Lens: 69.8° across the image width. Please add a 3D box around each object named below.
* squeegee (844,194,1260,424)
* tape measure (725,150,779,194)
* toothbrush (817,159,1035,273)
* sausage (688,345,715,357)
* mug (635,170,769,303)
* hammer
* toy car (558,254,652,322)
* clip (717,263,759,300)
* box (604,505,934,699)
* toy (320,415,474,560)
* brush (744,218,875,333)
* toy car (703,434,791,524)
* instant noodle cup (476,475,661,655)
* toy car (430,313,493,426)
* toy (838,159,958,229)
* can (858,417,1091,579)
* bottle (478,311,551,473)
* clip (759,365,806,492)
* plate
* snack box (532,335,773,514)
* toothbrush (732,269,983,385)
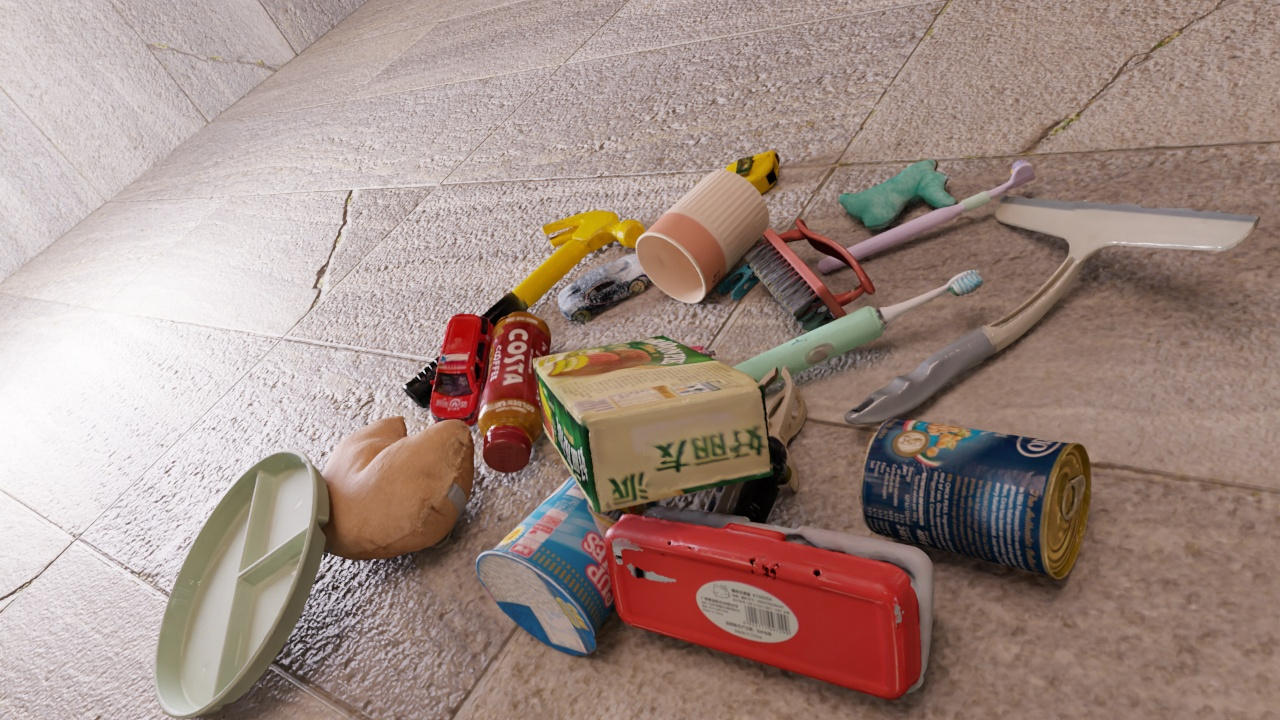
[{"bbox_3d":[0.249,-0.023,0.652,0.246,0.039,0.246,-39,19,-3],"label":"squeegee"},{"bbox_3d":[0.115,-0.197,0.969,0.060,0.029,0.057,-11,40,26],"label":"tape measure"},{"bbox_3d":[0.238,-0.119,0.780,0.189,0.029,0.021,-25,73,18],"label":"toothbrush"},{"bbox_3d":[-0.005,0.005,0.817,0.156,0.020,0.020,-9,40,27],"label":"sausage"},{"bbox_3d":[0.052,-0.118,0.879,0.105,0.081,0.115,-46,21,-23],"label":"mug"},{"bbox_3d":[-0.131,-0.062,0.977,0.300,0.033,0.129,-45,37,-21],"label":"hammer"},{"bbox_3d":[-0.036,-0.077,0.928,0.105,0.031,0.049,-27,37,3],"label":"toy car"},{"bbox_3d":[0.098,-0.077,0.848,0.056,0.014,0.041,-41,37,-12],"label":"clip"},{"bbox_3d":[0.074,0.139,0.550,0.202,0.090,0.067,3,19,38],"label":"box"},{"bbox_3d":[-0.240,0.111,0.811,0.226,0.082,0.143,-1,44,41],"label":"toy"},{"bbox_3d":[0.141,-0.074,0.771,0.069,0.063,0.145,-39,33,8],"label":"brush"},{"bbox_3d":[0.069,0.091,0.619,0.035,0.042,0.090,18,77,42],"label":"toy car"},{"bbox_3d":[-0.042,0.128,0.635,0.099,0.099,0.109,5,41,39],"label":"instant noodle cup"},{"bbox_3d":[-0.173,0.008,0.886,0.053,0.045,0.120,-2,60,9],"label":"toy car"},{"bbox_3d":[0.236,-0.148,0.822,0.092,0.030,0.096,-33,41,1],"label":"toy"},{"bbox_3d":[0.193,0.077,0.537,0.111,0.075,0.075,7,50,41],"label":"can"},{"bbox_3d":[-0.114,0.027,0.834,0.057,0.057,0.174,-20,36,14],"label":"bottle"},{"bbox_3d":[0.095,0.052,0.679,0.064,0.034,0.098,-1,53,33],"label":"clip"},{"bbox_3d":[-0.333,0.183,0.770,0.231,0.027,0.229,-28,44,31],"label":"plate"},{"bbox_3d":[-0.004,0.033,0.645,0.114,0.063,0.240,-11,10,-12],"label":"snack box"},{"bbox_3d":[0.152,-0.017,0.704,0.225,0.026,0.027,-25,31,18],"label":"toothbrush"}]
